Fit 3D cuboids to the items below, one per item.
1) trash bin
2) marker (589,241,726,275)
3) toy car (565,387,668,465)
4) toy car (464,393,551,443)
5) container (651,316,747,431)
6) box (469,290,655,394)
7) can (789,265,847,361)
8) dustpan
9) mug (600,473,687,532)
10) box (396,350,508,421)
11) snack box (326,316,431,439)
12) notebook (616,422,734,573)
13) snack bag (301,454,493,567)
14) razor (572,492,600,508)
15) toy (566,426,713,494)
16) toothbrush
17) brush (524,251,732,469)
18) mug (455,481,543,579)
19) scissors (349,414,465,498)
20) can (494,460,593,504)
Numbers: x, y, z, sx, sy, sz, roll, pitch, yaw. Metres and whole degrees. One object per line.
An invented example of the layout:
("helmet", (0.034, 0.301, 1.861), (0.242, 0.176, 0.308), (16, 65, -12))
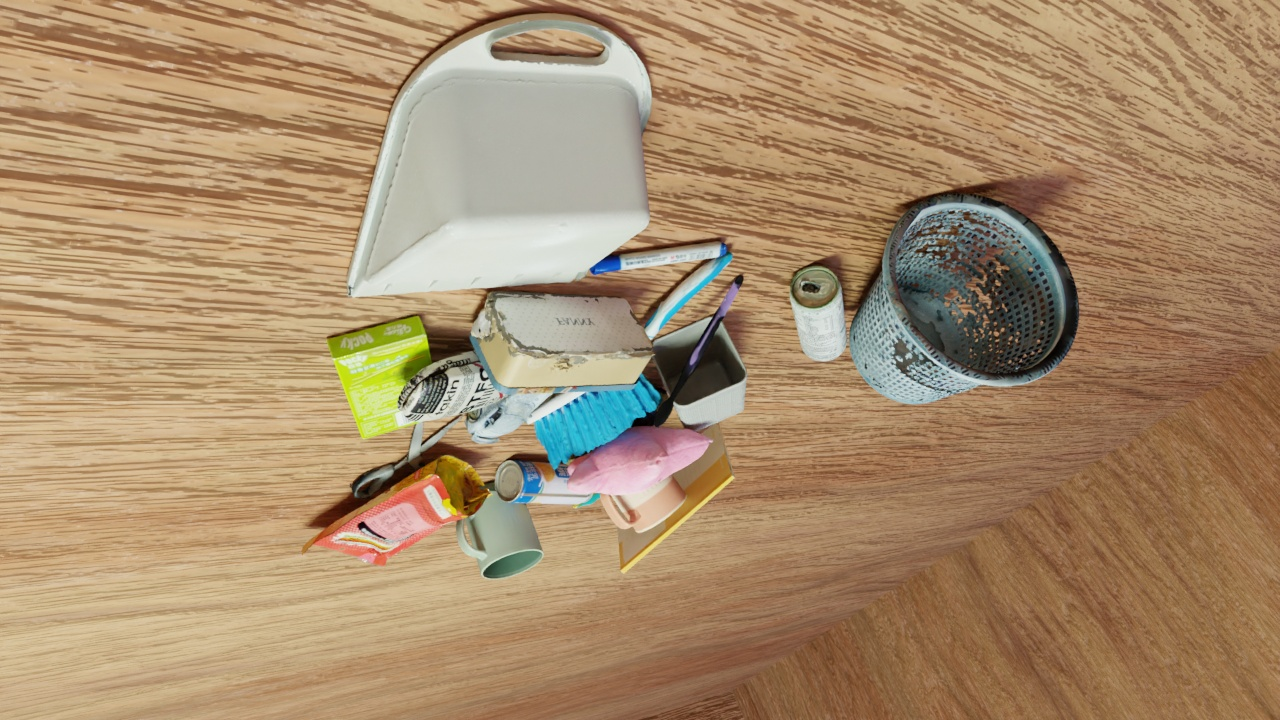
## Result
("trash bin", (0.346, -0.047, 1.062), (0.226, 0.226, 0.195), (-15, 163, -17))
("marker", (0.019, -0.101, 0.892), (0.145, 0.017, 0.017), (-11, 149, -24))
("toy car", (-0.032, 0.084, 1.149), (0.158, 0.042, 0.070), (-33, 152, 11))
("toy car", (-0.141, 0.049, 1.007), (0.121, 0.036, 0.054), (-41, 148, 24))
("container", (0.071, 0.022, 1.073), (0.090, 0.090, 0.114), (-23, 156, -2))
("box", (-0.068, -0.018, 0.891), (0.184, 0.089, 0.061), (3, 136, -39))
("can", (0.211, -0.053, 1.081), (0.058, 0.058, 0.147), (-26, 152, 3))
("dustpan", (-0.103, -0.149, 0.721), (0.222, 0.142, 0.258), (-7, 177, -30))
("mug", (-0.010, 0.165, 1.192), (0.082, 0.106, 0.114), (-32, -175, 42))
("box", (-0.165, 0.024, 0.895), (0.163, 0.055, 0.070), (-17, 132, -53))
("snack box", (-0.242, 0.019, 0.884), (0.085, 0.026, 0.157), (-17, 152, -15))
("notebook", (0.043, 0.186, 1.264), (0.010, 0.145, 0.207), (41, 107, -20))
("snack bag", (-0.284, 0.189, 1.085), (0.208, 0.073, 0.128), (-30, 149, 23))
("razor", (-0.050, 0.201, 1.349), (0.132, 0.028, 0.043), (0, 167, -45))
("toy", (0.000, 0.113, 1.059), (0.178, 0.074, 0.194), (-16, -179, -5))
("toothbrush", (0.064, -0.010, 0.997), (0.189, 0.014, 0.016), (-60, 176, 1))
("brush", (-0.006, 0.006, 0.996), (0.315, 0.109, 0.060), (-30, -170, 22))
("mug", (-0.191, 0.216, 1.180), (0.111, 0.106, 0.082), (8, 139, -47))
("scissors", (-0.262, 0.113, 1.049), (0.159, 0.014, 0.178), (-23, 151, -6))
("can", (-0.122, 0.160, 1.193), (0.053, 0.053, 0.134), (-41, 148, 28))
